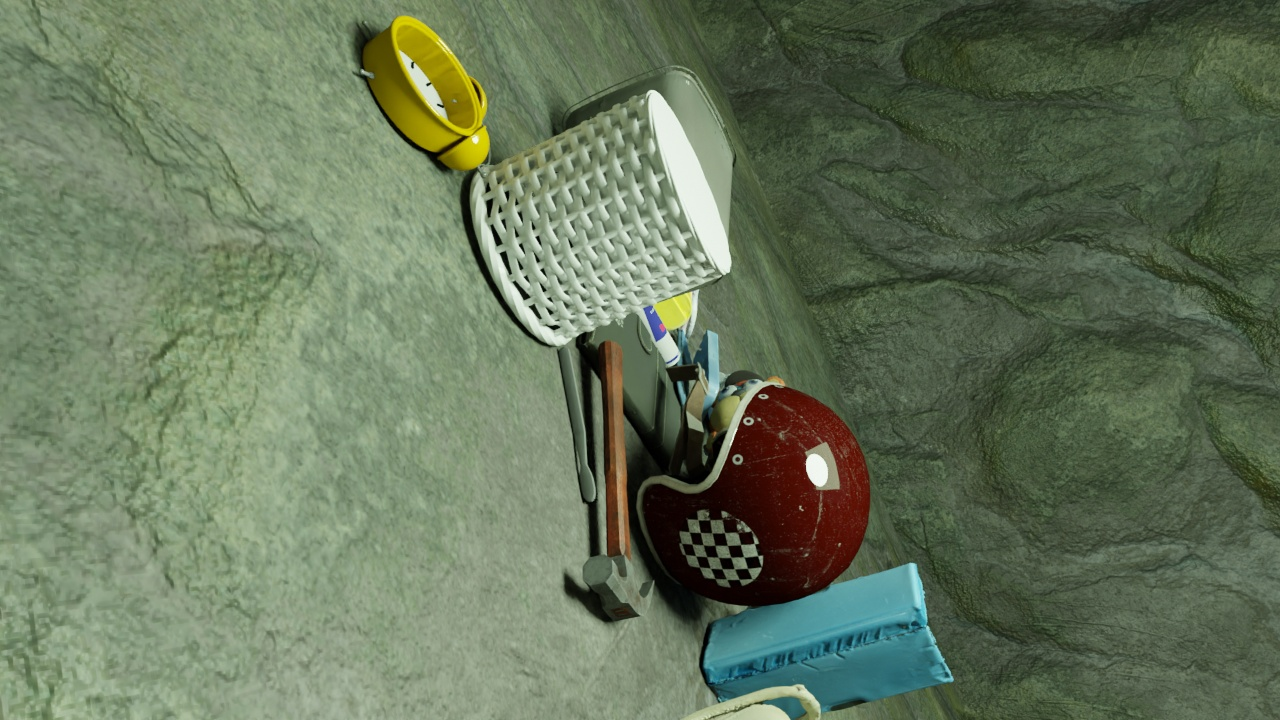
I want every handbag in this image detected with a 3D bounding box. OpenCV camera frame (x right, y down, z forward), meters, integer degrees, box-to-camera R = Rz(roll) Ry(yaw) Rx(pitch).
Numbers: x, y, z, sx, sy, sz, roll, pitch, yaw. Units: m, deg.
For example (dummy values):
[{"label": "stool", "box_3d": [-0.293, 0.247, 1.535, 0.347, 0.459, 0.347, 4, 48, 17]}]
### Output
[{"label": "handbag", "box_3d": [0.077, 0.354, 0.656, 0.229, 0.184, 0.132, -112, 178, -77]}]

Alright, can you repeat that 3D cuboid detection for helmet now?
[{"label": "helmet", "box_3d": [0.111, 0.131, 0.958, 0.232, 0.254, 0.234, -23, 104, -58]}]

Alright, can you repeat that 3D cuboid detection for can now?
[{"label": "can", "box_3d": [0.039, -0.093, 1.260, 0.068, 0.068, 0.104, 59, 18, -24]}, {"label": "can", "box_3d": [0.018, -0.035, 1.186, 0.095, 0.032, 0.032, 59, 19, -25]}]

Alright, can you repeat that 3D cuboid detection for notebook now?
[{"label": "notebook", "box_3d": [-0.006, 0.006, 1.074, 0.169, 0.029, 0.209, -85, 151, -53]}]

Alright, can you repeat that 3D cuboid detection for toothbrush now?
[{"label": "toothbrush", "box_3d": [-0.060, 0.058, 0.871, 0.013, 0.013, 0.167, 53, 20, -59]}]

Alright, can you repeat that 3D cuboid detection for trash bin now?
[{"label": "trash bin", "box_3d": [0.013, -0.205, 1.145, 0.197, 0.198, 0.219, 52, 29, -44]}]

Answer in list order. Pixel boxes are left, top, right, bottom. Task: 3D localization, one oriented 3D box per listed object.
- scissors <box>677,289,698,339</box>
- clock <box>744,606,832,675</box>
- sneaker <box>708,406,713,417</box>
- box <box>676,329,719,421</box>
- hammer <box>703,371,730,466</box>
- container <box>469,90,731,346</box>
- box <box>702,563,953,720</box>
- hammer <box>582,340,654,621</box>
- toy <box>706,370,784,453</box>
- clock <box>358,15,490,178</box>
[{"label": "scissors", "box_3d": [0.081, -0.097, 1.308, 0.180, 0.016, 0.108, 126, -37, -59]}, {"label": "clock", "box_3d": [0.164, 0.331, 1.023, 0.045, 0.123, 0.159, 14, 70, -37]}, {"label": "sneaker", "box_3d": [0.145, 0.155, 1.303, 0.083, 0.098, 0.241, 5, 38, -30]}, {"label": "box", "box_3d": [0.065, 0.015, 1.236, 0.064, 0.069, 0.209, 21, 23, -4]}, {"label": "hammer", "box_3d": [0.104, 0.095, 1.223, 0.147, 0.028, 0.316, 29, 27, 2]}, {"label": "container", "box_3d": [-0.034, -0.133, 0.881, 0.189, 0.187, 0.189, 58, 19, -34]}, {"label": "box", "box_3d": [0.191, 0.303, 0.941, 0.110, 0.232, 0.094, 65, 17, -12]}, {"label": "hammer", "box_3d": [-0.024, 0.099, 0.860, 0.111, 0.028, 0.300, 63, 17, -45]}, {"label": "toy", "box_3d": [0.136, 0.079, 1.141, 0.175, 0.112, 0.096, -85, 154, -63]}, {"label": "clock", "box_3d": [-0.182, -0.233, 0.812, 0.152, 0.052, 0.113, 40, 31, -47]}]
